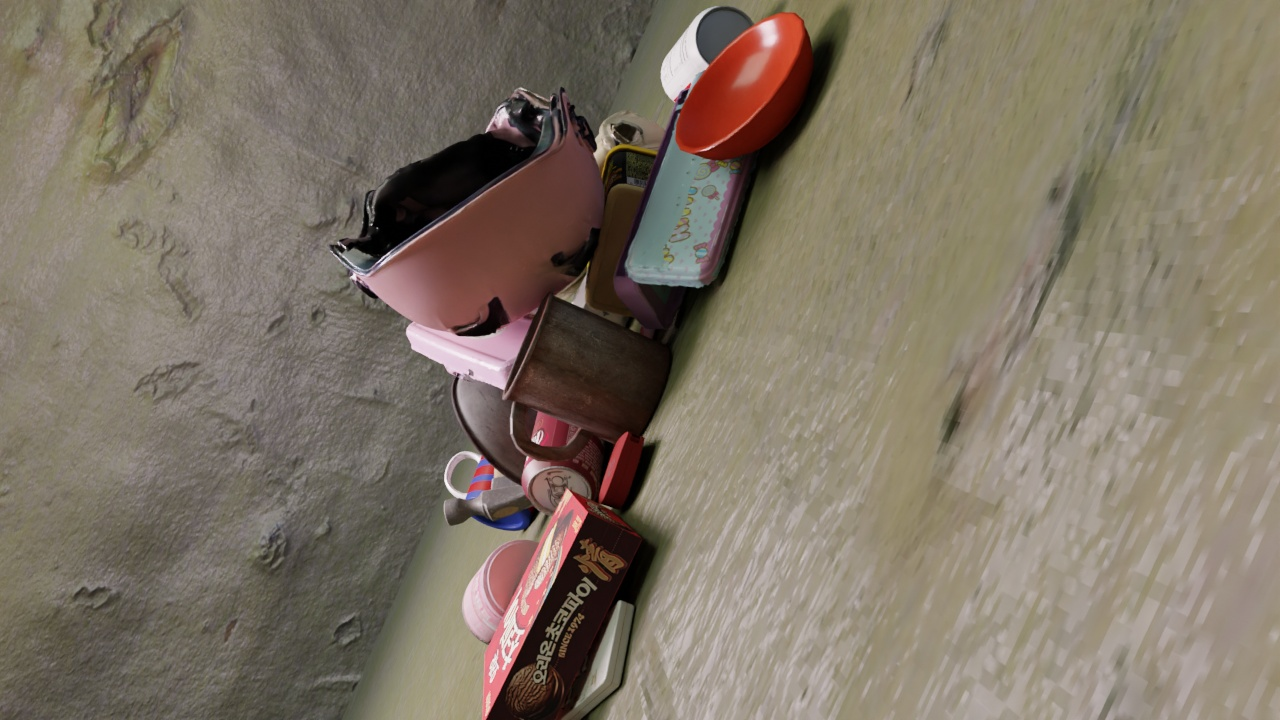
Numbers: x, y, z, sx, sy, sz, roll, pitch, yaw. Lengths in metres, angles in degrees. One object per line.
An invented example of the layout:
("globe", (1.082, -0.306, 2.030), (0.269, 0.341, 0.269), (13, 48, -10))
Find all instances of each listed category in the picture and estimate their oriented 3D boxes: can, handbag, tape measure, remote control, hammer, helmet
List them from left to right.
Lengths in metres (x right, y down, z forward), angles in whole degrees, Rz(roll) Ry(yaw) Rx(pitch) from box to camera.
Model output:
("helmet", (-0.128, -0.110, 0.771), (0.230, 0.152, 0.255), (-34, 23, -5))
("hammer", (-0.151, 0.045, 1.034), (0.330, 0.119, 0.031), (-99, -6, -50))
("can", (-0.099, 0.183, 0.718), (0.076, 0.067, 0.067), (127, 162, -52))
("can", (-0.062, 0.075, 0.772), (0.063, 0.063, 0.114), (-60, 13, 29))
("handbag", (-0.075, -0.174, 0.972), (0.229, 0.132, 0.184), (-53, -6, 10))
("remote control", (-0.039, 0.195, 0.558), (0.136, 0.011, 0.050), (-55, 16, 44))
("tape measure", (-0.013, 0.081, 0.654), (0.059, 0.019, 0.051), (127, 162, -73))
("can", (-0.008, -0.118, 0.852), (0.100, 0.072, 0.131), (-91, 14, -59))
("can", (0.068, -0.302, 0.920), (0.070, 0.070, 0.132), (-67, 11, -3))

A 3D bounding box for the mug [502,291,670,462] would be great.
("mug", (-0.047, 0.023, 0.704), (0.096, 0.110, 0.122), (142, 149, -78))

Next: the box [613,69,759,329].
("box", (0.056, -0.131, 0.728), (0.093, 0.090, 0.213), (2, 60, 31))

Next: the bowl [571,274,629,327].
("bowl", (-0.043, -0.050, 0.966), (0.105, 0.054, 0.104), (-60, 15, 26))

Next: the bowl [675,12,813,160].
("bowl", (0.080, -0.190, 0.662), (0.122, 0.035, 0.121), (-36, 34, 30))

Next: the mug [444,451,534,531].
("mug", (-0.165, 0.135, 1.017), (0.075, 0.112, 0.076), (79, -158, -52))

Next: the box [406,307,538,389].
("box", (-0.114, -0.029, 0.849), (0.202, 0.155, 0.059), (18, 123, 49))

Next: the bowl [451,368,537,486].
("bowl", (-0.104, 0.047, 0.879), (0.067, 0.145, 0.144), (-40, 20, 19))

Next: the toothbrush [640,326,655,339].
("toothbrush", (-0.005, 0.005, 0.781), (0.134, 0.016, 0.022), (-69, 12, -23))

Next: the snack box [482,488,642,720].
("snack box", (-0.056, 0.158, 0.598), (0.132, 0.036, 0.152), (-64, 7, -6))
